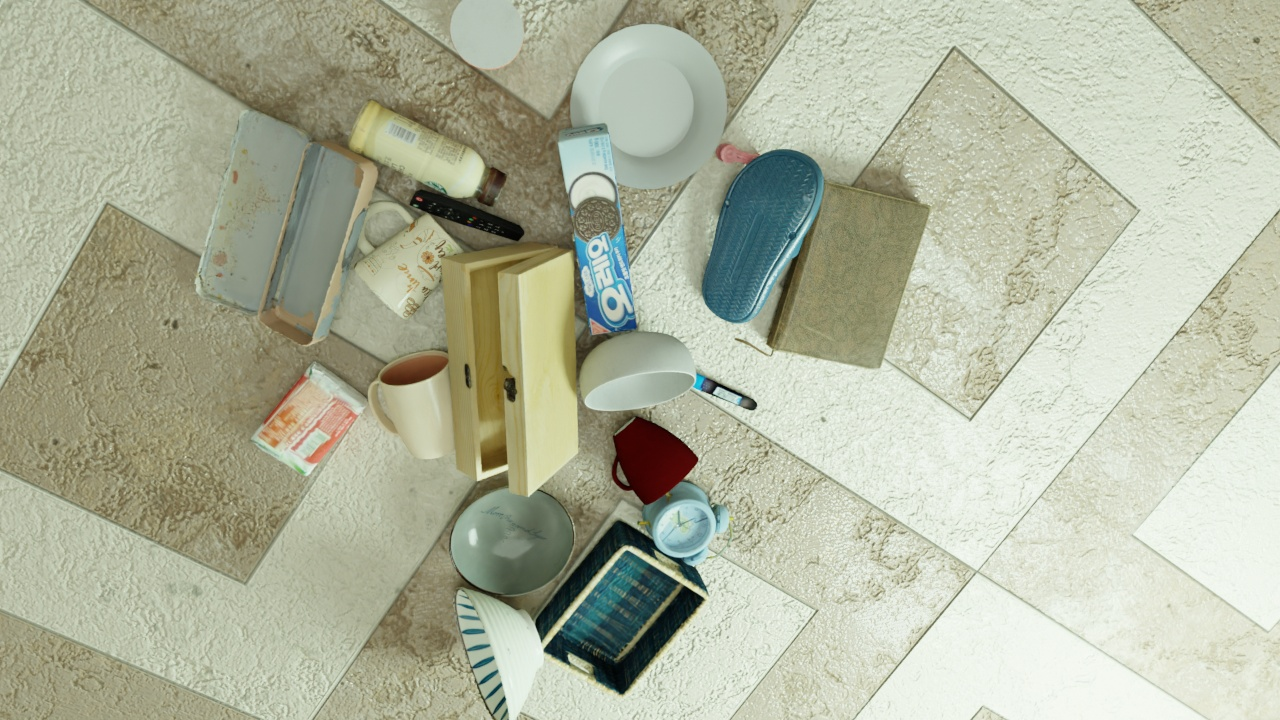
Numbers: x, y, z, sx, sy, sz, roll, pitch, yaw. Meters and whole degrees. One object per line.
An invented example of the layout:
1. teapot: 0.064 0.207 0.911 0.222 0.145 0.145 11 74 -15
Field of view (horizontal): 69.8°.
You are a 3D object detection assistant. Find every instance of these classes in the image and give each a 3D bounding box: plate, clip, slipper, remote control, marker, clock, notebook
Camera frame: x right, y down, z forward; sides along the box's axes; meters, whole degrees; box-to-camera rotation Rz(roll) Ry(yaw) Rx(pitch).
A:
1. plate: 0.009 -0.276 1.008 0.172 0.019 0.173 -3 109 -9
2. clip: 0.116 -0.229 1.033 0.059 0.038 0.022 8 103 -16
3. slipper: 0.135 -0.142 1.048 0.104 0.059 0.214 33 118 16
4. remote control: -0.189 -0.158 1.005 0.124 0.039 0.010 18 72 -20
5. marker: 0.091 0.035 1.129 0.123 0.015 0.018 24 106 -19
6. clock: 0.061 0.208 1.162 0.124 0.051 0.089 32 99 -19
7. notebook: 0.229 -0.100 1.096 0.190 0.034 0.216 11 106 -13

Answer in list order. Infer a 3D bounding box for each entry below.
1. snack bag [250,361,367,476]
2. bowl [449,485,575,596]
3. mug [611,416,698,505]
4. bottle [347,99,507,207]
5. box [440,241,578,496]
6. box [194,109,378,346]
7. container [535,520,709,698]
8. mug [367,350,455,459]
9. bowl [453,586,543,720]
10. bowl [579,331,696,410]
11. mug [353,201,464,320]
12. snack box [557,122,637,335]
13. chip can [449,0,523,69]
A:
1. snack bag: -0.377 0.067 1.048 0.077 0.036 0.116 39 98 -18
2. bowl: -0.158 0.210 1.122 0.150 0.056 0.151 -3 109 -9
3. mug: 0.001 0.120 1.117 0.088 0.086 0.114 50 126 -3
4. bottle: -0.222 -0.214 0.969 0.162 0.056 0.056 24 103 -16
5. box: -0.123 0.007 1.008 0.140 0.123 0.249 -15 115 -38
6. box: -0.376 -0.136 0.960 0.154 0.058 0.217 26 111 4
7. container: -0.026 0.318 1.173 0.145 0.071 0.187 36 99 -18
8. mug: -0.258 0.053 1.047 0.112 0.085 0.104 0 117 20
9. bowl: -0.165 0.351 1.121 0.070 0.177 0.177 -16 111 -25
10. bowl: -0.006 0.006 1.053 0.131 0.132 0.064 -9 71 -7
11. mug: -0.260 -0.121 0.996 0.097 0.081 0.122 -43 83 -2
12. snack box: -0.046 -0.141 1.010 0.059 0.059 0.227 -9 117 -1
13. chip can: -0.146 -0.309 0.868 0.062 0.210 0.062 -3 109 -9
